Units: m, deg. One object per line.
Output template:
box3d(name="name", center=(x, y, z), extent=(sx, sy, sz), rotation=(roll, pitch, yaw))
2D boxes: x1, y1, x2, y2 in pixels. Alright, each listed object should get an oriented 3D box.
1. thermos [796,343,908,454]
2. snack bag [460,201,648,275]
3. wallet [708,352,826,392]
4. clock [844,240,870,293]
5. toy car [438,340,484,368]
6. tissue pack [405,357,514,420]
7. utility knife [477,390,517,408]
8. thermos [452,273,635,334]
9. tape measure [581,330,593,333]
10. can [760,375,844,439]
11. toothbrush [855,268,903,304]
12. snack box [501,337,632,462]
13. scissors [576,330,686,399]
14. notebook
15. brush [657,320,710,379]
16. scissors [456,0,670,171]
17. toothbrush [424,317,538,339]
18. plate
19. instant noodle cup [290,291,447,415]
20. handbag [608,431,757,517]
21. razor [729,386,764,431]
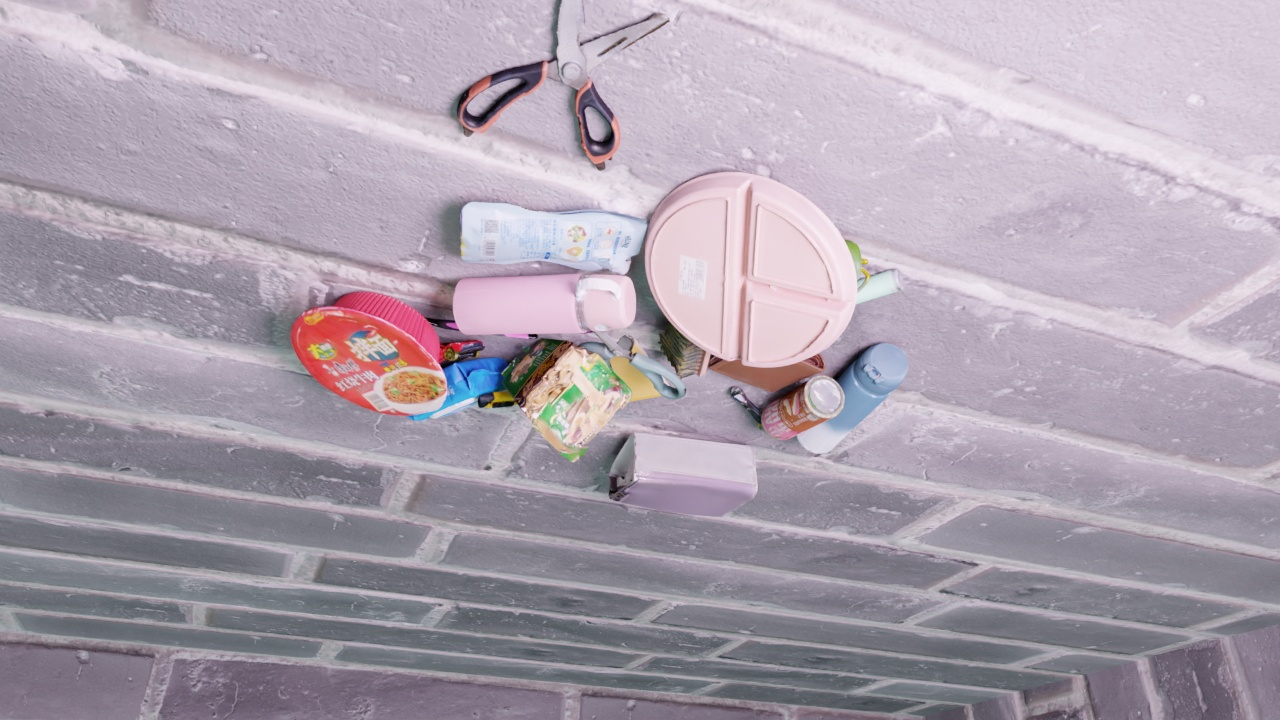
box3d(name="thermos", center=(0.283, 0.053, 1.231), extent=(0.070, 0.070, 0.221), rotation=(9, 148, -14))
box3d(name="snack bag", center=(-0.092, -0.127, 0.963), extent=(0.191, 0.038, 0.110), rotation=(2, 147, -8))
box3d(name="wallet", center=(0.162, 0.002, 1.183), extent=(0.124, 0.032, 0.101), rotation=(21, 146, -30))
box3d(name="clock", center=(0.173, -0.094, 0.994), extent=(0.161, 0.056, 0.116), rotation=(14, 147, -21))
box3d(name="toy car", center=(-0.245, -0.007, 1.163), extent=(0.107, 0.031, 0.049), rotation=(-20, 176, 33))
box3d(name="tissue pack", center=(-0.242, 0.040, 1.196), extent=(0.157, 0.052, 0.094), rotation=(-23, 174, 33))
box3d(name="utility knife", center=(-0.152, 0.049, 1.198), extent=(0.033, 0.015, 0.154), rotation=(-32, 161, 37))
box3d(name="thermos", center=(-0.108, -0.065, 1.009), extent=(0.199, 0.067, 0.087), rotation=(0, 162, 18))
box3d(name="tape measure", center=(-0.070, -0.056, 1.076), extent=(0.058, 0.039, 0.057), rotation=(-21, 143, 31))
box3d(name="can", center=(0.215, 0.065, 1.230), extent=(0.058, 0.057, 0.148), rotation=(9, 161, -14))
box3d(name="toothbrush", center=(0.197, -0.062, 1.077), extent=(0.225, 0.027, 0.026), rotation=(-18, 113, 27))
box3d(name="snack box", center=(-0.100, 0.037, 1.138), extent=(0.117, 0.118, 0.106), rotation=(49, 168, -33))
box3d(name="scissors", center=(-0.005, 0.007, 1.115), extent=(0.178, 0.019, 0.173), rotation=(26, 160, -5))
box3d(name="notebook", center=(-0.076, 0.029, 1.247), extent=(0.207, 0.010, 0.146), rotation=(-11, 147, 19))
box3d(name="brush", center=(0.069, -0.043, 1.084), extent=(0.073, 0.063, 0.146), rotation=(-22, 152, -20))
box3d(name="scissors", center=(-0.070, -0.242, 0.793), extent=(0.189, 0.015, 0.223), rotation=(0, 148, 0))
box3d(name="toothbrush", center=(-0.220, -0.041, 1.132), extent=(0.189, 0.014, 0.018), rotation=(8, 158, -13))
box3d(name="plate", center=(0.105, -0.082, 0.938), extent=(0.230, 0.028, 0.230), rotation=(17, 134, 19))
box3d(name="instant noodle cup", center=(-0.313, -0.015, 1.097), extent=(0.194, 0.065, 0.194), rotation=(10, 140, 9))
box3d(name="handbag", center=(0.062, 0.177, 1.407), extent=(0.197, 0.098, 0.145), rotation=(9, 146, -16))
box3d(name="razor", center=(0.165, 0.073, 1.307), extent=(0.043, 0.022, 0.142), rotation=(-19, 143, 26))
